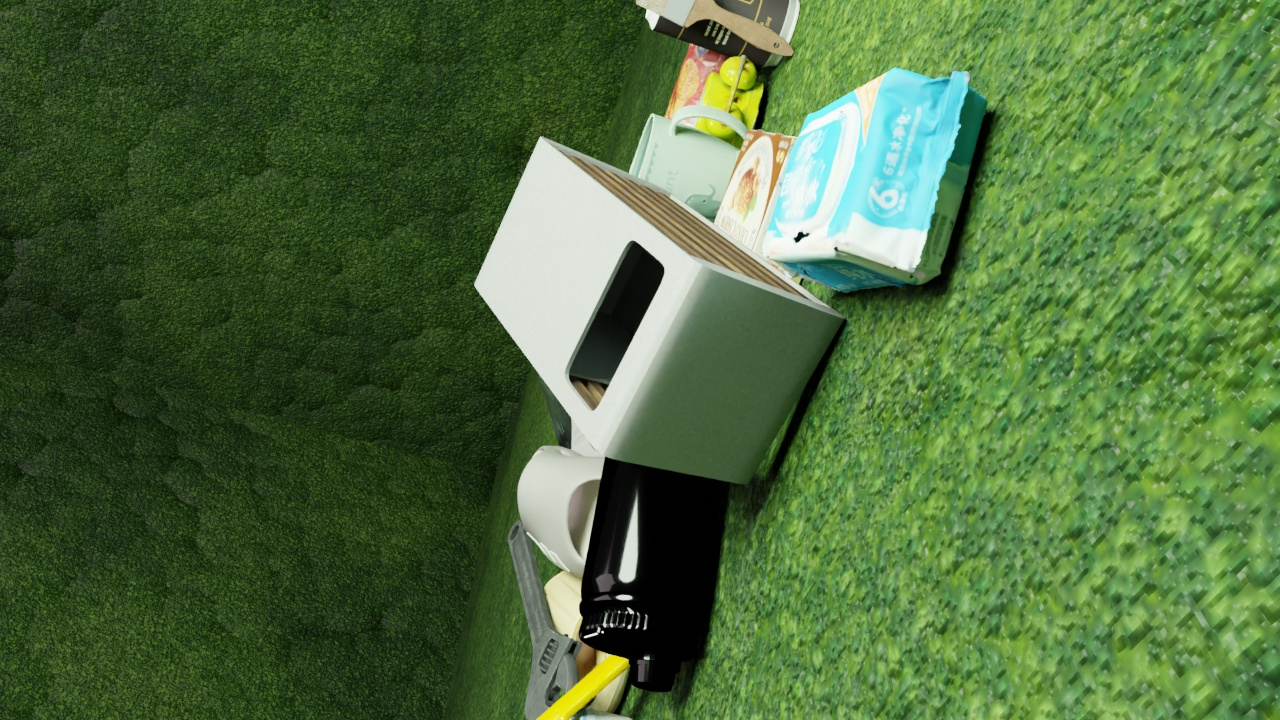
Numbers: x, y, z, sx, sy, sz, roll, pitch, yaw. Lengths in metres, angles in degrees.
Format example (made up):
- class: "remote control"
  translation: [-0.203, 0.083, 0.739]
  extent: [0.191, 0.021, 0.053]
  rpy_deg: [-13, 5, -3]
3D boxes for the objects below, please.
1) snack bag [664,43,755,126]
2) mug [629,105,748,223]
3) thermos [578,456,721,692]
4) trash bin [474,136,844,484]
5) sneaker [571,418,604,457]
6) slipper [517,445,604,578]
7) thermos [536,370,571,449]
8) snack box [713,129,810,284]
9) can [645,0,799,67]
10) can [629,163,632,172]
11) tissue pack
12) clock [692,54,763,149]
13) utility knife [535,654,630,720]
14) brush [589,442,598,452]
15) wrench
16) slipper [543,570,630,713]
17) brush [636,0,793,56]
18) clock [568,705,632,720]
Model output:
- class: "snack bag"
  translation: [0.079, -0.306, 0.950]
  extent: [0.082, 0.082, 0.177]
  rpy_deg: [-96, 25, -65]
- class: "mug"
  translation: [0.051, -0.174, 0.813]
  extent: [0.112, 0.104, 0.084]
  rpy_deg: [116, 166, -49]
- class: "thermos"
  translation: [0.009, 0.121, 0.635]
  extent: [0.086, 0.086, 0.198]
  rpy_deg: [121, 162, -57]
- class: "trash bin"
  translation: [-0.001, -0.039, 0.588]
  extent: [0.115, 0.114, 0.229]
  rpy_deg: [-63, 37, 16]
- class: "sneaker"
  translation: [-0.025, 0.065, 0.976]
  extent: [0.100, 0.089, 0.235]
  rpy_deg: [-36, 57, 46]
- class: "slipper"
  translation: [-0.086, 0.130, 0.869]
  extent: [0.266, 0.080, 0.113]
  rpy_deg: [-166, 90, -69]
- class: "thermos"
  translation: [-0.082, 0.008, 1.085]
  extent: [0.098, 0.098, 0.221]
  rpy_deg: [-100, -1, -68]
- class: "snack box"
  translation: [0.086, -0.091, 0.670]
  extent: [0.143, 0.041, 0.147]
  rpy_deg: [-109, 37, -72]
- class: "can"
  translation: [0.074, -0.322, 0.845]
  extent: [0.072, 0.128, 0.072]
  rpy_deg: [-165, 91, -80]
- class: "can"
  translation: [0.031, -0.208, 1.032]
  extent: [0.043, 0.086, 0.086]
  rpy_deg: [159, 126, -78]
- class: "tissue pack"
  translation: [0.111, -0.085, 0.465]
  extent: [0.144, 0.061, 0.093]
  rpy_deg: [-164, 89, -81]
- class: "clock"
  translation: [0.084, -0.234, 0.862]
  extent: [0.119, 0.057, 0.083]
  rpy_deg: [121, 165, -76]
- class: "utility knife"
  translation: [-0.027, 0.232, 0.676]
  extent: [0.159, 0.017, 0.030]
  rpy_deg: [-46, 18, 10]
- class: "brush"
  translation: [-0.005, 0.005, 0.837]
  extent: [0.030, 0.041, 0.172]
  rpy_deg: [-28, -39, -75]
- class: "wrench"
  translation: [-0.094, 0.222, 0.822]
  extent: [0.073, 0.018, 0.273]
  rpy_deg: [-55, 24, 10]
- class: "slipper"
  translation: [-0.062, 0.248, 0.865]
  extent: [0.261, 0.079, 0.111]
  rpy_deg: [-156, 79, -81]
- class: "brush"
  translation: [0.069, -0.296, 0.791]
  extent: [0.045, 0.143, 0.008]
  rpy_deg: [-60, 16, 24]
- class: "clock"
  translation: [-0.041, 0.315, 0.708]
  extent: [0.126, 0.052, 0.088]
  rpy_deg: [122, 160, -58]
